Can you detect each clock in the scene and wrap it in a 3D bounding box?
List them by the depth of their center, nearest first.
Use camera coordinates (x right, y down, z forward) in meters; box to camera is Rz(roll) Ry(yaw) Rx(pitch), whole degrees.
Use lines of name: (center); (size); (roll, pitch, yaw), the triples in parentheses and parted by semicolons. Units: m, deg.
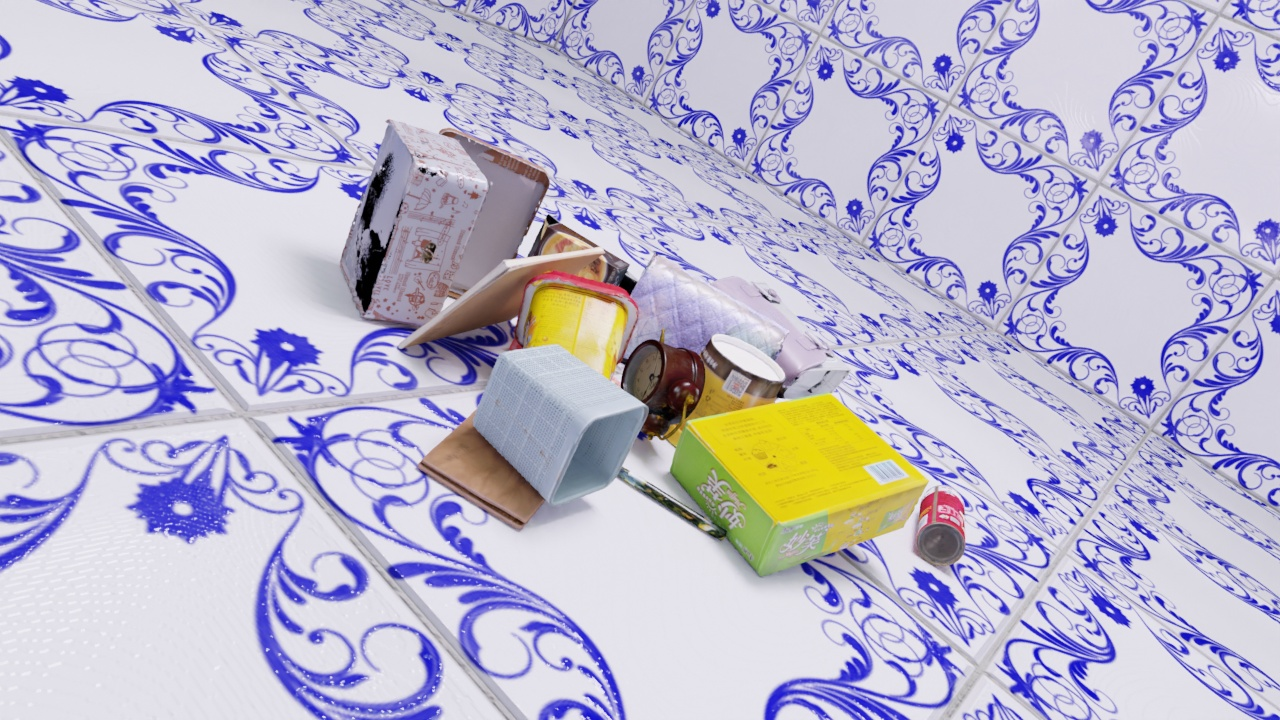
clock: (0.024, 0.030, 0.943); (0.055, 0.082, 0.121); (22, 37, -33)

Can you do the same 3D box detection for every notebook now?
notebook: (-0.137, -0.067, 0.947); (0.012, 0.150, 0.211); (59, 25, 3)

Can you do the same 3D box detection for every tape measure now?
tape measure: (-0.035, -0.121, 1.337); (0.065, 0.033, 0.066); (34, 10, -22)

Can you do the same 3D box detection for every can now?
can: (0.360, 0.194, 1.097); (0.053, 0.053, 0.132); (33, 21, 9)

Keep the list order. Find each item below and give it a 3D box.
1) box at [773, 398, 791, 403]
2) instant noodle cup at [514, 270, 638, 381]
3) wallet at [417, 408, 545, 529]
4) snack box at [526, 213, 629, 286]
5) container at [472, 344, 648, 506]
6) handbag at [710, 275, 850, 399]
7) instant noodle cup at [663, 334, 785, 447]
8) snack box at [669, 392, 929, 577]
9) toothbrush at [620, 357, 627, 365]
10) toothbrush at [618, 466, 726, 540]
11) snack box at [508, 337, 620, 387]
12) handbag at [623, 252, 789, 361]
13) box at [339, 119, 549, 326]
box: (0.212, 0.118, 1.082); (0.089, 0.060, 0.184); (9, 30, -41)
instant noodle cup: (-0.070, -0.005, 0.898); (0.116, 0.116, 0.123); (14, 49, -8)
wallet: (-0.119, 0.089, 0.773); (0.101, 0.020, 0.115); (29, 23, 4)
snack box: (-0.093, -0.097, 1.107); (0.125, 0.113, 0.053); (31, 21, 8)
container: (-0.071, 0.048, 0.774); (0.111, 0.090, 0.090); (38, 26, 25)
handbag: (0.185, -0.029, 1.307); (0.144, 0.099, 0.197); (-1, 41, -49)
instant noodle cup: (0.093, 0.043, 1.019); (0.118, 0.115, 0.118); (25, 22, -11)
snack box: (0.159, 0.116, 0.924); (0.209, 0.070, 0.157); (-9, 40, -34)
toothbrush: (-0.006, 0.006, 1.036); (0.181, 0.016, 0.018); (18, 16, 42)
toothbrush: (0.001, 0.115, 0.868); (0.186, 0.017, 0.012); (32, 59, 7)
snack box: (-0.067, 0.019, 0.993); (0.153, 0.025, 0.075); (39, 22, 25)
handbag: (0.068, -0.028, 1.127); (0.194, 0.134, 0.075); (31, 21, 3)
box: (-0.193, -0.132, 0.972); (0.193, 0.183, 0.156); (11, 28, -33)
